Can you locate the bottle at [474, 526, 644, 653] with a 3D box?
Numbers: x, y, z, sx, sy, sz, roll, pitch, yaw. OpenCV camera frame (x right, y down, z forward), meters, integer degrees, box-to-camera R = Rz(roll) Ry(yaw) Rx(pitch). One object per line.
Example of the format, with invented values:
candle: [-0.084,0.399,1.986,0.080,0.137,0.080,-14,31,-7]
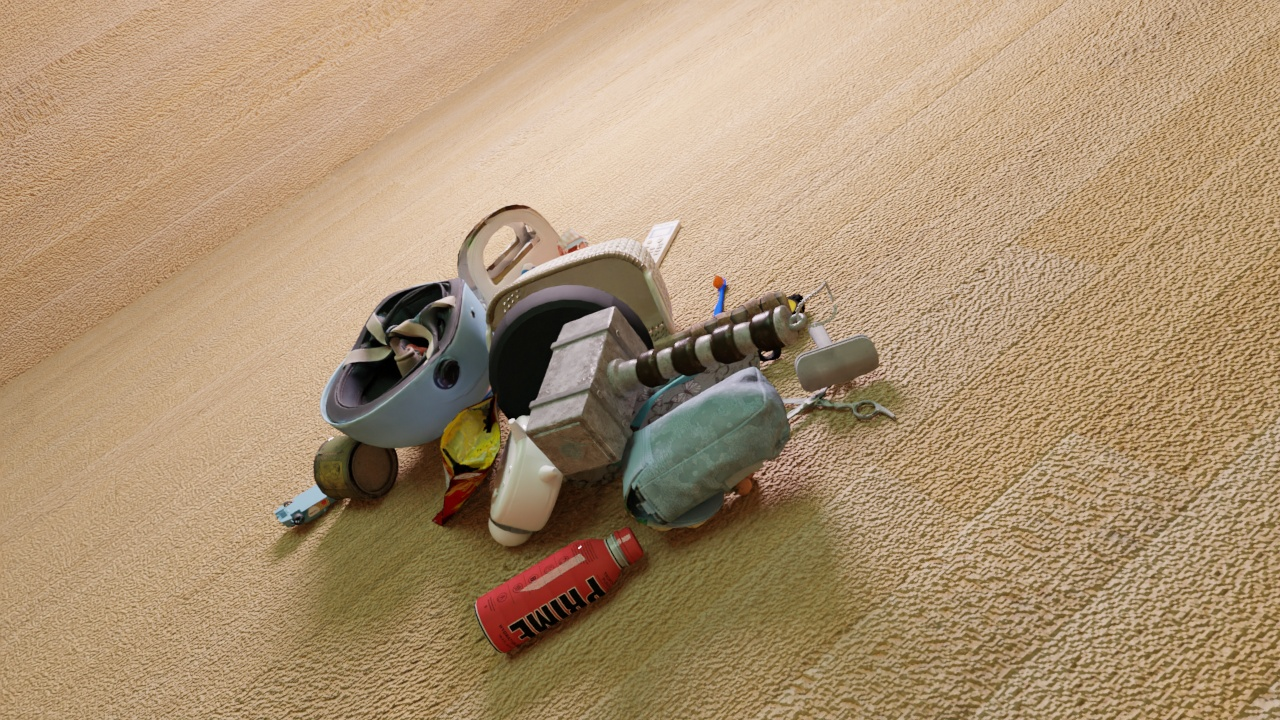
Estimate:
bottle: [-0.079,0.228,0.936,0.176,0.062,0.062,-30,32,-1]

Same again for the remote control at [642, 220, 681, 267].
remote control: [0.022,-0.181,1.479,0.050,0.011,0.135,-7,38,32]

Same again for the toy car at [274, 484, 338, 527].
toy car: [-0.465,0.205,1.314,0.107,0.027,0.060,-33,30,-24]

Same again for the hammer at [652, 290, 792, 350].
hammer: [0.032,-0.019,1.144,0.319,0.121,0.048,-19,33,13]

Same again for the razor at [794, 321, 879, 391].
razor: [0.213,-0.015,1.051,0.088,0.047,0.116,-19,23,6]

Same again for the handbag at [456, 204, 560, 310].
handbag: [-0.185,-0.135,1.406,0.093,0.200,0.200,7,49,39]

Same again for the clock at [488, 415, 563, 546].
clock: [-0.135,0.128,1.043,0.125,0.073,0.161,-89,20,-46]

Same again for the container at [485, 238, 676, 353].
container: [-0.073,-0.061,1.237,0.247,0.185,0.142,-17,24,17]

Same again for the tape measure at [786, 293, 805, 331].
tape measure: [0.175,-0.055,1.155,0.062,0.034,0.061,-17,36,22]

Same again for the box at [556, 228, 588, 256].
box: [-0.095,-0.137,1.357,0.059,0.187,0.056,-1,66,1]

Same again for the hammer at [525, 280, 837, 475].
hammer: [0.042,-0.001,0.928,0.327,0.079,0.176,-18,37,29]

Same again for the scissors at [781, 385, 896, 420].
scissors: [0.204,0.046,1.010,0.175,0.014,0.141,13,49,46]

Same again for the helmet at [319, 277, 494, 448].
helmet: [-0.300,0.018,1.243,0.226,0.167,0.264,-3,43,43]

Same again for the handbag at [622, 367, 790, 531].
handbag: [0.070,0.099,0.948,0.192,0.118,0.121,-32,22,10]

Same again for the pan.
pan: [-0.007,0.006,1.103,0.356,0.204,0.044,-4,22,1]

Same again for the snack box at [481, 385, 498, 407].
snack box: [-0.274,0.065,1.350,0.152,0.034,0.087,4,46,41]

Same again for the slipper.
slipper: [0.027,0.060,1.053,0.268,0.098,0.055,-33,31,-8]

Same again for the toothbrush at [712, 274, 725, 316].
toothbrush: [0.102,-0.061,1.239,0.016,0.018,0.182,-40,23,33]

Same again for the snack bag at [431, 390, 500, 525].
snack bag: [-0.210,0.119,1.113,0.138,0.066,0.208,-63,3,-26]

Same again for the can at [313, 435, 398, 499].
can: [-0.394,0.148,1.277,0.075,0.090,0.089,-5,39,33]
